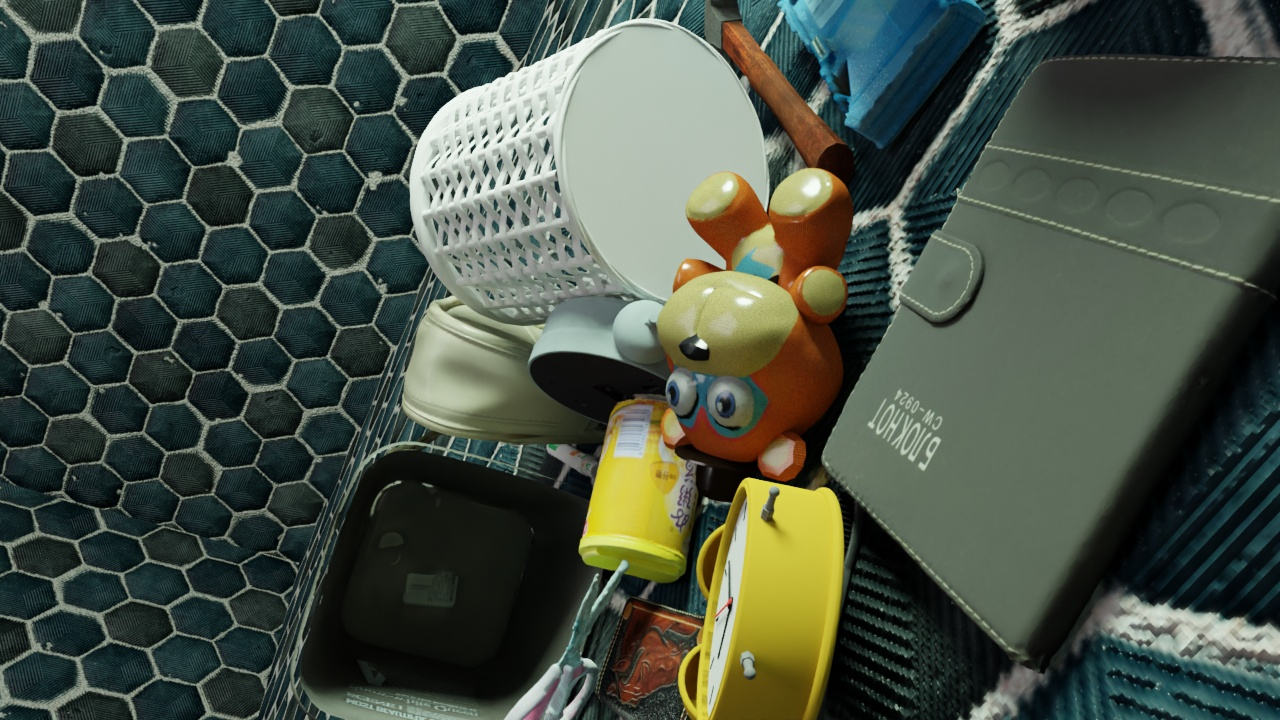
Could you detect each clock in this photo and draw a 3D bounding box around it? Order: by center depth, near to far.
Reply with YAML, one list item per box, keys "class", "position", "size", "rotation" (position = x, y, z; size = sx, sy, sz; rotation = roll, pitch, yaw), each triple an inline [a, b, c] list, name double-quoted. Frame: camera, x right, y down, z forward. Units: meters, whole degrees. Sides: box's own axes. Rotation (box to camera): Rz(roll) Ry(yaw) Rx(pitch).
- class: "clock"
  position: [0.051, 0.113, 0.408]
  size: [0.152, 0.052, 0.113]
  rotation: [100, -178, -66]
- class: "clock"
  position: [-0.004, 0.004, 0.608]
  size: [0.160, 0.122, 0.045]
  rotation: [-15, 51, 50]

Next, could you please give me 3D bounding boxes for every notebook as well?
- class: "notebook"
  position: [0.153, -0.016, 0.354]
  size: [0.209, 0.029, 0.169]
  rotation: [-63, 21, 12]

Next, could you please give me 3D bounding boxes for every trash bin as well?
- class: "trash bin"
  position: [-0.152, 0.179, 0.728]
  size: [0.220, 0.197, 0.197]
  rotation: [157, 130, -72]

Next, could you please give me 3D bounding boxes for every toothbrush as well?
- class: "toothbrush"
  position: [0.080, 0.139, 0.407]
  size: [0.013, 0.013, 0.167]
  rotation: [-24, 50, 63]

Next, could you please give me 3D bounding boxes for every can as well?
- class: "can"
  position: [0.004, 0.082, 0.581]
  size: [0.068, 0.067, 0.104]
  rotation: [-34, 39, 58]

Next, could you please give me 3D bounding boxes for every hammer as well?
- class: "hammer"
  position: [0.091, -0.204, 0.663]
  size: [0.300, 0.028, 0.111]
  rotation: [-106, 9, -51]

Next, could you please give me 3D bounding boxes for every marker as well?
- class: "marker"
  position: [-0.058, 0.087, 0.814]
  size: [0.017, 0.017, 0.146]
  rotation: [-70, 19, -4]

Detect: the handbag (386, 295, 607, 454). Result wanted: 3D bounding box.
- class: "handbag"
  position: [-0.111, 0.028, 0.773]
  size: [0.229, 0.184, 0.132]
  rotation: [-136, 64, -68]

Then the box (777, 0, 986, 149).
- class: "box"
  position: [0.110, -0.237, 0.567]
  size: [0.094, 0.110, 0.231]
  rotation: [-54, 24, 32]

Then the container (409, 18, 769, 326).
- class: "container"
  position: [-0.038, -0.124, 0.658]
  size: [0.187, 0.189, 0.189]
  rotation: [-2, 67, 50]

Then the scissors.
- class: "scissors"
  position: [-0.036, 0.184, 0.577]
  size: [0.016, 0.108, 0.179]
  rotation: [37, 109, 27]

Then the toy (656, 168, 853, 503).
- class: "toy"
  position: [0.060, -0.012, 0.488]
  size: [0.112, 0.096, 0.176]
  rotation: [8, 100, 46]

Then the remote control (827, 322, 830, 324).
- class: "remote control"
  position: [0.082, 0.003, 0.543]
  size: [0.125, 0.009, 0.046]
  rotation: [-61, 21, 20]

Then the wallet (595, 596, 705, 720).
- class: "wallet"
  position: [0.013, 0.179, 0.528]
  size: [0.123, 0.019, 0.072]
  rotation: [-15, 51, 66]
